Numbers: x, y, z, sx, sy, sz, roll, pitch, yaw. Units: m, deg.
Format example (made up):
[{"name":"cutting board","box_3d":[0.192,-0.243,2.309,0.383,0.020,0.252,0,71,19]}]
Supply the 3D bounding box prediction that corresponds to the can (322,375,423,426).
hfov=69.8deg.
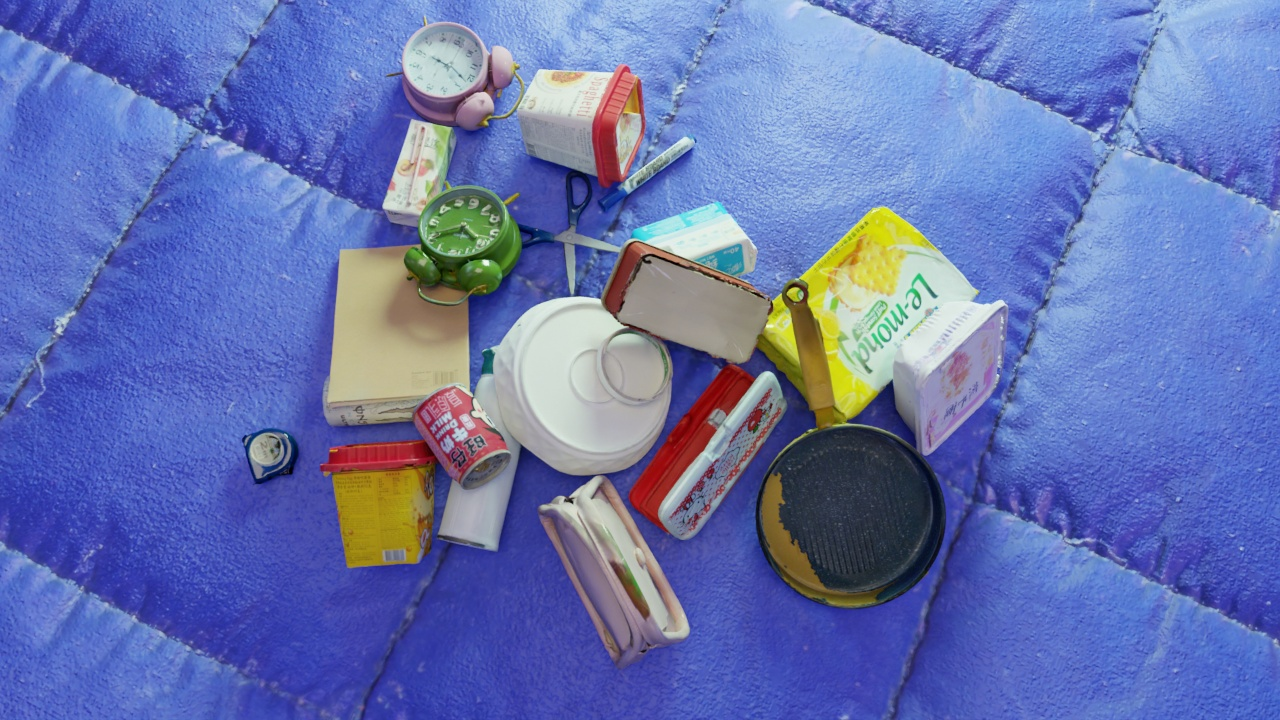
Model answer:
[{"name":"can","box_3d":[-0.272,0.040,1.016,0.146,0.058,0.058,-4,76,-3]}]

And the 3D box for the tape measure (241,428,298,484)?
[{"name":"tape measure","box_3d":[-0.407,0.103,1.013,0.054,0.025,0.058,-19,82,-8]}]

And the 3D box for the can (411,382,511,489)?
[{"name":"can","box_3d":[-0.182,0.078,0.939,0.066,0.066,0.094,-35,69,-10]}]

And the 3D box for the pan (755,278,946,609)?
[{"name":"pan","box_3d":[0.200,0.089,0.960,0.198,0.078,0.357,-14,93,6]}]

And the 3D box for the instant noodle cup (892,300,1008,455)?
[{"name":"instant noodle cup","box_3d":[0.331,0.010,1.000,0.138,0.173,0.060,-41,56,-11]}]

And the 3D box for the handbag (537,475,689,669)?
[{"name":"handbag","box_3d":[-0.028,0.204,0.894,0.093,0.234,0.193,-29,79,-7]}]

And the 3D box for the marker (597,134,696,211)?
[{"name":"marker","box_3d":[0.009,-0.229,1.113,0.145,0.017,0.017,-38,80,-10]}]

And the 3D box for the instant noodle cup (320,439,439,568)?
[{"name":"instant noodle cup","box_3d":[-0.267,0.149,0.969,0.116,0.116,0.123,-4,88,-2]}]

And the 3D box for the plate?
[{"name":"plate","box_3d":[-0.055,0.021,1.000,0.204,0.046,0.204,7,72,-22]}]

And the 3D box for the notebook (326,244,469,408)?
[{"name":"notebook","box_3d":[-0.267,-0.046,1.028,0.149,0.012,0.211,-5,58,-4]}]

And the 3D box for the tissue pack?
[{"name":"tissue pack","box_3d":[0.058,-0.122,1.054,0.140,0.063,0.090,-21,44,-8]}]

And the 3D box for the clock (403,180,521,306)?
[{"name":"clock","box_3d":[-0.201,-0.129,1.038,0.116,0.056,0.161,10,63,10]}]

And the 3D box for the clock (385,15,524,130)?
[{"name":"clock","box_3d":[-0.216,-0.342,1.111,0.158,0.060,0.117,27,77,3]}]

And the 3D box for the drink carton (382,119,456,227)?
[{"name":"drink carton","box_3d":[-0.261,-0.222,1.087,0.053,0.045,0.122,13,76,2]}]

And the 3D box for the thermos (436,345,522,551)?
[{"name":"thermos","box_3d":[-0.160,0.092,1.005,0.073,0.073,0.224,12,76,1]}]

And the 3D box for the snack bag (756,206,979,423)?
[{"name":"snack bag","box_3d":[0.252,-0.052,1.052,0.246,0.068,0.158,-42,80,-10]}]

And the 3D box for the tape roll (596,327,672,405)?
[{"name":"tape roll","box_3d":[-0.006,0.006,0.993,0.085,0.014,0.085,8,71,-23]}]

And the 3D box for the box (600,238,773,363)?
[{"name":"box","box_3d":[0.052,-0.057,0.979,0.168,0.077,0.091,18,105,-23]}]

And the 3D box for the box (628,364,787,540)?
[{"name":"box","box_3d":[0.079,0.096,0.995,0.095,0.098,0.201,37,77,6]}]

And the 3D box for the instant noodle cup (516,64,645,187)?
[{"name":"instant noodle cup","box_3d":[-0.069,-0.280,1.074,0.124,0.117,0.116,13,61,13]}]

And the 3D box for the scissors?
[{"name":"scissors","box_3d":[-0.088,-0.154,1.078,0.174,0.012,0.162,13,68,15]}]
